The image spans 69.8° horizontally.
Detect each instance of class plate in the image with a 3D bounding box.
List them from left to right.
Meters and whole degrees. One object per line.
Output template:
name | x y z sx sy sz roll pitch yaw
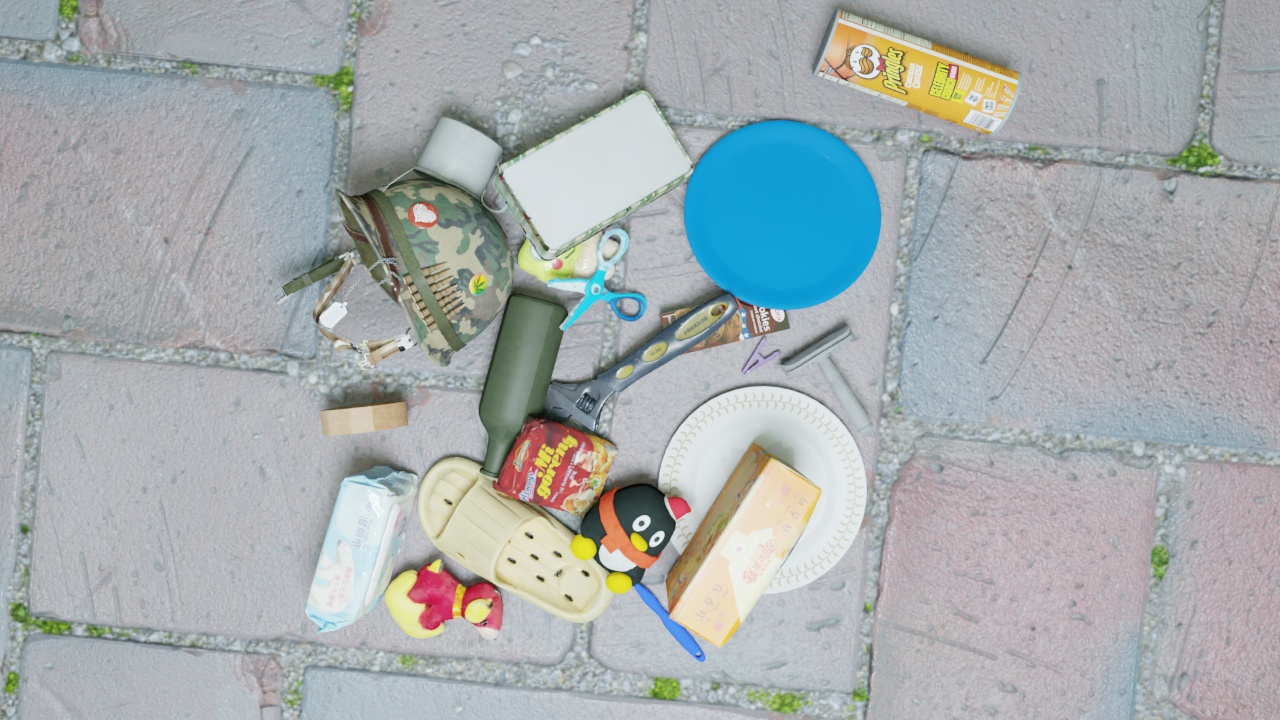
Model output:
plate | 0.142 0.151 1.073 0.242 0.016 0.242 0 91 0
plate | 0.161 -0.165 1.051 0.224 0.024 0.224 0 80 -1

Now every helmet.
helmet | -0.257 -0.090 0.974 0.236 0.224 0.192 -43 48 -1

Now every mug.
mug | -0.191 -0.218 1.033 0.113 0.084 0.070 26 89 -8

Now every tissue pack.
tissue pack | -0.310 0.209 1.027 0.070 0.112 0.182 16 92 1

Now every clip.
clip | 0.143 -0.002 1.072 0.046 0.014 0.050 17 88 -3

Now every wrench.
wrench | -0.006 0.006 1.043 0.274 0.022 0.073 -34 82 14

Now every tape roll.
tape roll | -0.310 0.064 1.033 0.094 0.094 0.027 -6 91 0

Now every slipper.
slipper | -0.147 0.215 1.046 0.261 0.079 0.111 34 94 -1

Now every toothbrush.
toothbrush | 0.015 0.286 1.079 0.016 0.018 0.182 -41 94 0

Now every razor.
razor | 0.228 0.031 1.050 0.088 0.047 0.116 -32 86 1

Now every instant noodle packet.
instant noodle packet | -0.092 0.122 1.037 0.135 0.040 0.098 24 96 -37

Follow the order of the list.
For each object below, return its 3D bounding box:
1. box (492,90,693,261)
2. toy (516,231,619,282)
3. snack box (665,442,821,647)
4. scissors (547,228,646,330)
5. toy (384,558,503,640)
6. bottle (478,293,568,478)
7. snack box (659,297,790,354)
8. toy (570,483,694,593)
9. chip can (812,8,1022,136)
box | -0.051 -0.206 1.023 0.205 0.050 0.117 -34 94 -15
toy | -0.081 -0.129 1.053 0.115 0.046 0.092 15 85 -8
snack box | 0.112 0.197 0.992 0.080 0.145 0.195 32 91 -1
scissors | -0.041 -0.078 1.039 0.134 0.012 0.133 47 71 -31
toy | -0.225 0.274 1.053 0.137 0.067 0.106 1 114 8
bottle | -0.141 0.031 1.042 0.071 0.071 0.207 15 90 0
snack box | 0.096 -0.045 1.060 0.141 0.032 0.051 -13 91 0
toy | -0.007 0.184 1.025 0.119 0.099 0.097 -37 107 17
chip can | 0.308 -0.323 1.032 0.215 0.075 0.075 19 91 -1
